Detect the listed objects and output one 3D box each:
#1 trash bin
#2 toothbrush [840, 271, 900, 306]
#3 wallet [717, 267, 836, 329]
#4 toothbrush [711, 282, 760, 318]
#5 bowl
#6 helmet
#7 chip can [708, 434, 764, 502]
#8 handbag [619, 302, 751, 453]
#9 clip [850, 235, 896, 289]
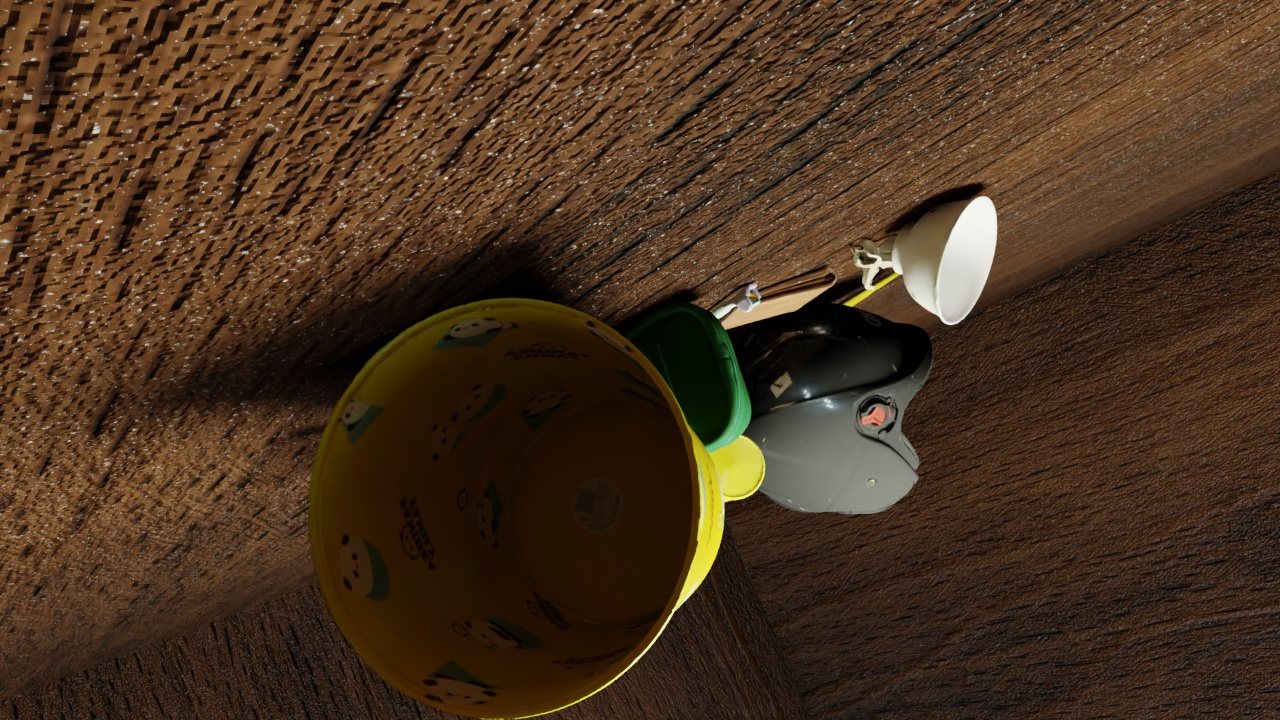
[{"bbox_3d":[-0.051,0.098,0.621,0.230,0.229,0.255,-24,165,9],"label":"trash bin"},{"bbox_3d":[0.303,-0.089,1.198,0.015,0.016,0.191,-17,170,-29],"label":"toothbrush"},{"bbox_3d":[0.132,-0.058,0.941,0.115,0.020,0.101,-17,171,-17],"label":"wallet"},{"bbox_3d":[0.062,-0.033,0.912,0.021,0.029,0.190,24,155,-17],"label":"toothbrush"},{"bbox_3d":[0.274,-0.099,0.850,0.065,0.118,0.118,21,-156,38],"label":"bowl"},{"bbox_3d":[0.212,0.044,1.101,0.275,0.230,0.233,-54,-159,14],"label":"helmet"},{"bbox_3d":[0.078,0.136,1.071,0.072,0.072,0.214,-20,171,-15],"label":"chip can"},{"bbox_3d":[0.027,0.021,0.780,0.120,0.131,0.068,-22,168,13],"label":"handbag"},{"bbox_3d":[0.240,-0.103,0.892,0.095,0.035,0.102,-19,164,3],"label":"clip"}]
